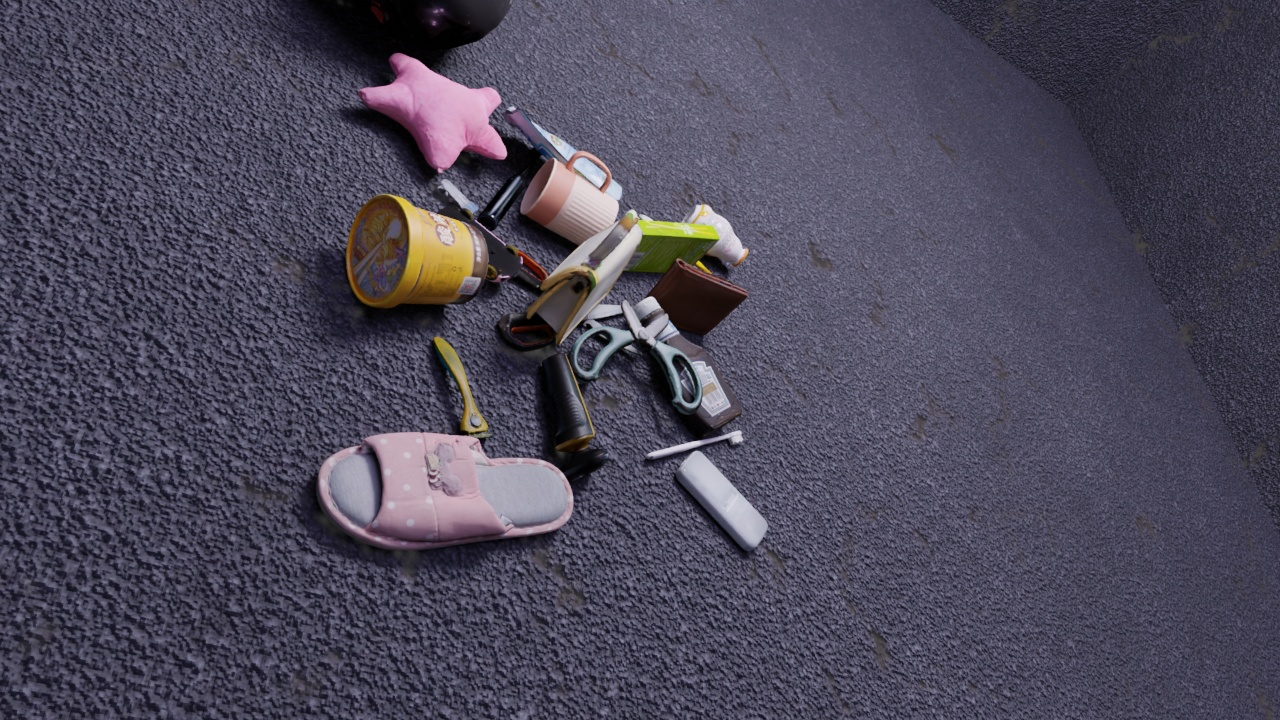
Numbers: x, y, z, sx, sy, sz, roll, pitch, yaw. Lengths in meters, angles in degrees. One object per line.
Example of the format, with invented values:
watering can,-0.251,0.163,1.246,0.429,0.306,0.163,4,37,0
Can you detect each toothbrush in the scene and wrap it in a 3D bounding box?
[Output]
toothbrush,-0.168,-0.235,1.224,0.027,0.026,0.212,47,35,-20
toothbrush,0.072,0.110,1.167,0.179,0.016,0.016,-7,69,-45
toothbrush,0.069,-0.154,1.381,0.191,0.018,0.016,40,38,-5

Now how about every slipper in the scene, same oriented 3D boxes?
slipper,-0.178,0.127,0.901,0.274,0.055,0.114,9,53,-37

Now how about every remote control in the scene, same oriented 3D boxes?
remote control,0.101,0.174,1.136,0.136,0.020,0.055,47,39,-1

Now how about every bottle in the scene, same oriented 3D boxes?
bottle,0.114,-0.189,1.408,0.108,0.063,0.063,36,41,-13
bottle,0.054,0.005,1.206,0.079,0.044,0.195,-26,79,-38

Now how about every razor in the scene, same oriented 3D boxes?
razor,-0.197,0.027,0.988,0.043,0.028,0.132,-5,60,-40
razor,-0.080,0.062,1.050,0.067,0.062,0.167,46,21,-54

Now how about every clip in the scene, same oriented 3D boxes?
clip,-0.230,-0.202,1.149,0.058,0.037,0.025,46,42,-2

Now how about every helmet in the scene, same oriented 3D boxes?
helmet,-0.266,-0.525,1.198,0.230,0.233,0.275,42,-3,-30

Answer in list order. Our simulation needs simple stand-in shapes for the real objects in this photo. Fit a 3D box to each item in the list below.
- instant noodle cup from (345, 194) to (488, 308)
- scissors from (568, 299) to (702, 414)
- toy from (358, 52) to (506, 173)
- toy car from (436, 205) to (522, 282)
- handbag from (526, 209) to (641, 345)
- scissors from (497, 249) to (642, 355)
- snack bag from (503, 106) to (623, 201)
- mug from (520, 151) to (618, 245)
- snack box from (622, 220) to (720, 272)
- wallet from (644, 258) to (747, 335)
instant noodle cup,-0.238,-0.112,0.999,0.114,0.119,0.118,5,55,-48
scissors,-0.006,0.007,1.141,0.169,0.019,0.171,-24,79,-32
toy,-0.262,-0.311,1.167,0.194,0.075,0.178,14,53,-29
toy car,-0.199,-0.137,1.104,0.122,0.037,0.056,39,49,-1
handbag,-0.053,-0.120,1.084,0.063,0.179,0.162,38,37,-2
scissors,-0.098,-0.068,1.155,0.228,0.022,0.220,50,40,4
snack bag,-0.110,-0.285,1.268,0.191,0.039,0.110,36,12,-27
mug,-0.085,-0.218,1.218,0.106,0.115,0.081,29,19,-25
snack box,0.032,-0.159,1.294,0.156,0.086,0.026,-4,61,-43
wallet,0.072,-0.086,1.258,0.124,0.101,0.032,17,47,-31
